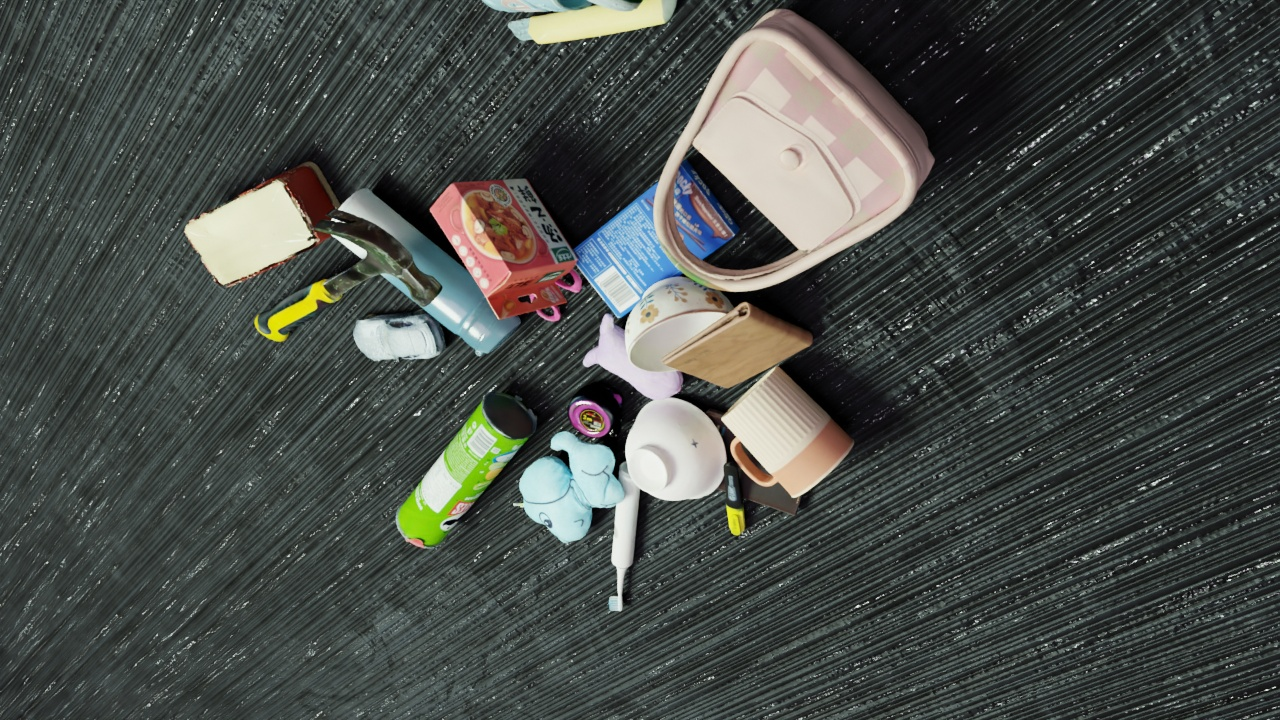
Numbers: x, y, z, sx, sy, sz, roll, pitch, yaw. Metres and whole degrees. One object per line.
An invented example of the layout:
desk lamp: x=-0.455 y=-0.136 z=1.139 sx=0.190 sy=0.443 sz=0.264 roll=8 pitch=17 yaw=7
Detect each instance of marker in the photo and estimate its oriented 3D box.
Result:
marker: x=0.101 y=0.149 z=0.988 sx=0.018 sy=0.015 sz=0.124 roll=8 pitch=138 yaw=18

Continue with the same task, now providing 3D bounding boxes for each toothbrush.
toothbrush: x=-0.020 y=0.216 z=1.088 sx=0.026 sy=0.026 sz=0.221 roll=3 pitch=120 yaw=-4

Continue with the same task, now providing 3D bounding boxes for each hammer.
hammer: x=-0.347 y=-0.076 z=1.002 sx=0.324 sy=0.031 sz=0.126 roll=-16 pitch=125 yaw=45

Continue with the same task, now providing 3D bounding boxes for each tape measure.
tape measure: x=-0.049 y=0.055 z=1.006 sx=0.057 sy=0.039 sz=0.058 roll=1 pitch=122 yaw=24

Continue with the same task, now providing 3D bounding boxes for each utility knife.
utility knife: x=-0.046 y=-0.307 z=0.825 sx=0.173 sy=0.018 sz=0.031 roll=-1 pitch=112 yaw=21

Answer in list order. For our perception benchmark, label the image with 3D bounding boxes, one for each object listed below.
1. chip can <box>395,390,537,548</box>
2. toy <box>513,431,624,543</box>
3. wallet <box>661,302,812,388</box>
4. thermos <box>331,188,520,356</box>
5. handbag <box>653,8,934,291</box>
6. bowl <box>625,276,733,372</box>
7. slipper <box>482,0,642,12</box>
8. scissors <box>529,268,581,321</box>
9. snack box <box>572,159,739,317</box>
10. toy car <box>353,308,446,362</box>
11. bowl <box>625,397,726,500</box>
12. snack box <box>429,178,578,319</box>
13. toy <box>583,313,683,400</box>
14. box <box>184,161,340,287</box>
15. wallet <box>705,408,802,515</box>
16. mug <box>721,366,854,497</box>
chip can: x=-0.211 y=0.133 z=1.090 sx=0.072 sy=0.072 sz=0.237 roll=40 pitch=123 yaw=-2
toy: x=-0.086 y=0.150 z=1.060 sx=0.156 sy=0.049 sz=0.161 roll=-1 pitch=119 yaw=30
wallet: x=0.094 y=-0.011 z=0.892 sx=0.101 sy=0.020 sz=0.116 roll=19 pitch=139 yaw=-41
thermos: x=-0.227 y=-0.093 z=0.983 sx=0.220 sy=0.070 sz=0.070 roll=38 pitch=123 yaw=-2
handbag: x=0.110 y=-0.159 z=0.796 sx=0.193 sy=0.093 sz=0.235 roll=44 pitch=122 yaw=-4
bowl: x=0.036 y=-0.041 z=0.897 sx=0.114 sy=0.113 sz=0.062 roll=-36 pitch=56 yaw=32
slipper: x=-0.116 y=-0.340 z=0.788 sx=0.245 sy=0.103 sz=0.074 roll=24 pitch=120 yaw=13
scissors: x=-0.126 y=-0.093 z=0.974 sx=0.137 sy=0.017 sz=0.096 roll=28 pitch=130 yaw=11
snack box: x=0.011 y=-0.116 z=0.898 sx=0.157 sy=0.026 sz=0.084 roll=-33 pitch=100 yaw=32
toy car: x=-0.279 y=-0.027 z=1.055 sx=0.121 sy=0.036 sz=0.054 roll=-1 pitch=116 yaw=25
bowl: x=0.024 y=0.105 z=0.971 sx=0.118 sy=0.064 sz=0.118 roll=15 pitch=117 yaw=31
snack box: x=-0.123 y=-0.111 z=0.884 sx=0.044 sy=0.113 sz=0.127 roll=-37 pitch=82 yaw=32
toy: x=-0.006 y=0.006 z=0.963 sx=0.108 sy=0.038 sz=0.084 roll=31 pitch=138 yaw=-2
box: x=-0.422 y=-0.148 z=1.019 sx=0.169 sy=0.079 sz=0.091 roll=-17 pitch=110 yaw=27
wallet: x=0.120 y=0.108 z=0.981 sx=0.122 sy=0.020 sz=0.096 roll=17 pitch=121 yaw=10
mug: x=0.136 y=0.077 z=0.917 sx=0.106 sy=0.081 sz=0.115 roll=46 pitch=134 yaw=3
